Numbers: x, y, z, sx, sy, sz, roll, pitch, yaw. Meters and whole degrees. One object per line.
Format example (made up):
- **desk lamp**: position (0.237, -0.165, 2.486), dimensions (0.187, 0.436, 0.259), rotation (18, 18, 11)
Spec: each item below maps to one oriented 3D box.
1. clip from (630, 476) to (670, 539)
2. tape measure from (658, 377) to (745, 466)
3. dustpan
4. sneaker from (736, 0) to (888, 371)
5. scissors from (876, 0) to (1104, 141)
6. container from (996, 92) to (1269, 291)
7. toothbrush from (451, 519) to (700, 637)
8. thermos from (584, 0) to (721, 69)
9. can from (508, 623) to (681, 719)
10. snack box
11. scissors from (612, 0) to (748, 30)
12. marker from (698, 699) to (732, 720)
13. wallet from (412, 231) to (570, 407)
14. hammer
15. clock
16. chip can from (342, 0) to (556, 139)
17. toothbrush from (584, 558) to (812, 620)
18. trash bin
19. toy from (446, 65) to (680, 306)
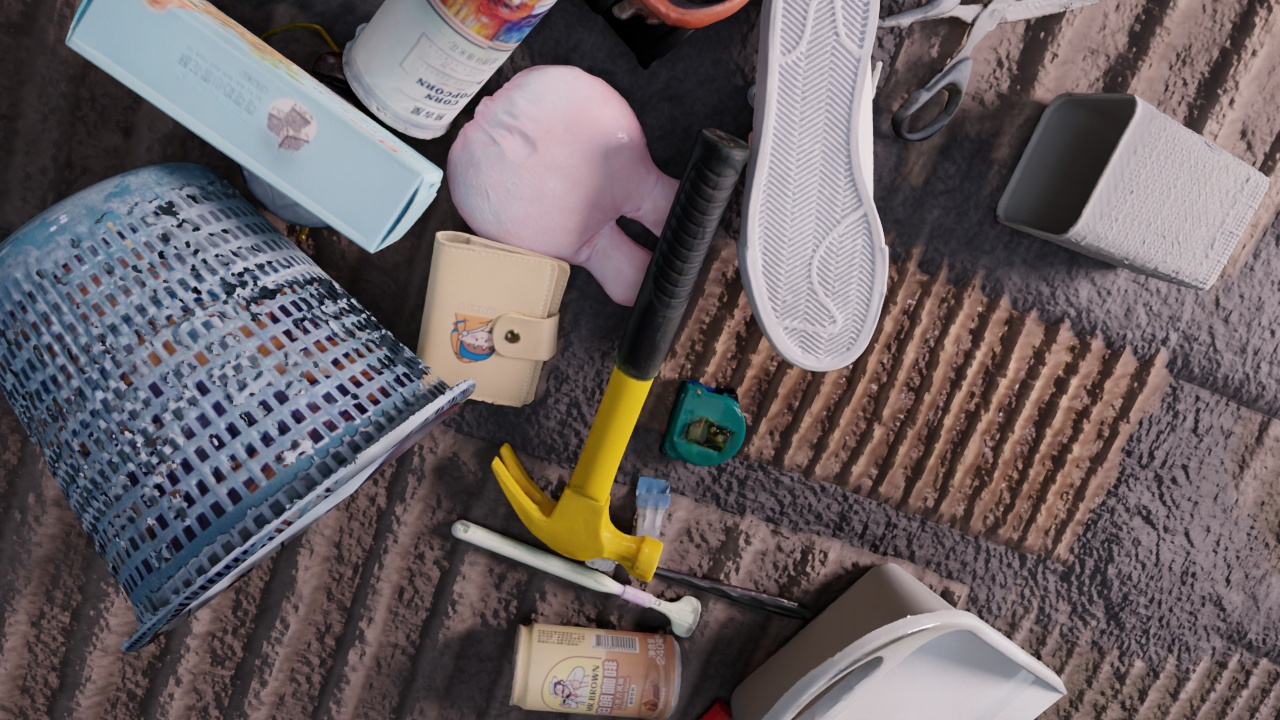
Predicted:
- **clip**: position (0.005, 0.112, 0.645), dimensions (0.027, 0.043, 0.058), rotation (8, 112, -11)
- **tape measure**: position (0.044, 0.045, 0.627), dimensions (0.054, 0.025, 0.058), rotation (15, 104, -8)
- **dustpan**: position (0.178, 0.266, 0.643), dimensions (0.223, 0.142, 0.257), rotation (-44, 104, 7)
- **sneaker**: position (0.099, -0.116, 0.555), dimensions (0.089, 0.090, 0.242), rotation (-2, 103, 0)
- **scissors**: position (0.210, -0.213, 0.565), dimensions (0.159, 0.014, 0.181), rotation (17, 112, -29)
- **container**: position (0.310, -0.103, 0.579), dimensions (0.114, 0.090, 0.090), rotation (20, 103, -14)
- **toothbrush**: position (-0.045, 0.152, 0.652), dimensions (0.189, 0.020, 0.029), rotation (23, 72, -10)
- **thermos**: position (-0.046, -0.284, 0.511), dimensions (0.242, 0.069, 0.089), rotation (48, 64, -17)
- **can**: position (-0.033, 0.220, 0.651), dimensions (0.116, 0.058, 0.058), rotation (7, 105, -8)
- **snack box**: position (-0.189, -0.127, 0.472), dimensions (0.175, 0.074, 0.052), rotation (35, 98, -11)
- **scissors**: position (0.078, -0.238, 0.477), dimensions (0.227, 0.015, 0.189), rotation (-30, 87, -2)
- **marker**: position (0.015, 0.316, 0.705), dimensions (0.017, 0.017, 0.145), rotation (41, 98, -14)
- **wallet**: position (-0.094, -0.021, 0.579), dimensions (0.087, 0.024, 0.115), rotation (10, 124, -13)
- **hammer**: position (-0.003, 0.003, 0.571), dimensions (0.129, 0.032, 0.301), rotation (22, 115, 1)
- **clock**: position (-0.191, -0.134, 0.538), dimensions (0.082, 0.055, 0.122), rotation (-12, 105, -1)
- **chip can**: position (-0.069, -0.209, 0.472), dimensions (0.071, 0.071, 0.215), rotation (44, 126, -15)
- **toothbrush**: position (0.043, 0.163, 0.665), dimensions (0.181, 0.018, 0.016), rotation (18, 106, -12)
- **trash bin**: position (-0.239, 0.009, 0.507), dimensions (0.227, 0.226, 0.195), rotation (-37, 93, 5)
- **toy**: position (-0.037, -0.102, 0.562), dimensions (0.159, 0.054, 0.121), rotation (37, 106, -17)
